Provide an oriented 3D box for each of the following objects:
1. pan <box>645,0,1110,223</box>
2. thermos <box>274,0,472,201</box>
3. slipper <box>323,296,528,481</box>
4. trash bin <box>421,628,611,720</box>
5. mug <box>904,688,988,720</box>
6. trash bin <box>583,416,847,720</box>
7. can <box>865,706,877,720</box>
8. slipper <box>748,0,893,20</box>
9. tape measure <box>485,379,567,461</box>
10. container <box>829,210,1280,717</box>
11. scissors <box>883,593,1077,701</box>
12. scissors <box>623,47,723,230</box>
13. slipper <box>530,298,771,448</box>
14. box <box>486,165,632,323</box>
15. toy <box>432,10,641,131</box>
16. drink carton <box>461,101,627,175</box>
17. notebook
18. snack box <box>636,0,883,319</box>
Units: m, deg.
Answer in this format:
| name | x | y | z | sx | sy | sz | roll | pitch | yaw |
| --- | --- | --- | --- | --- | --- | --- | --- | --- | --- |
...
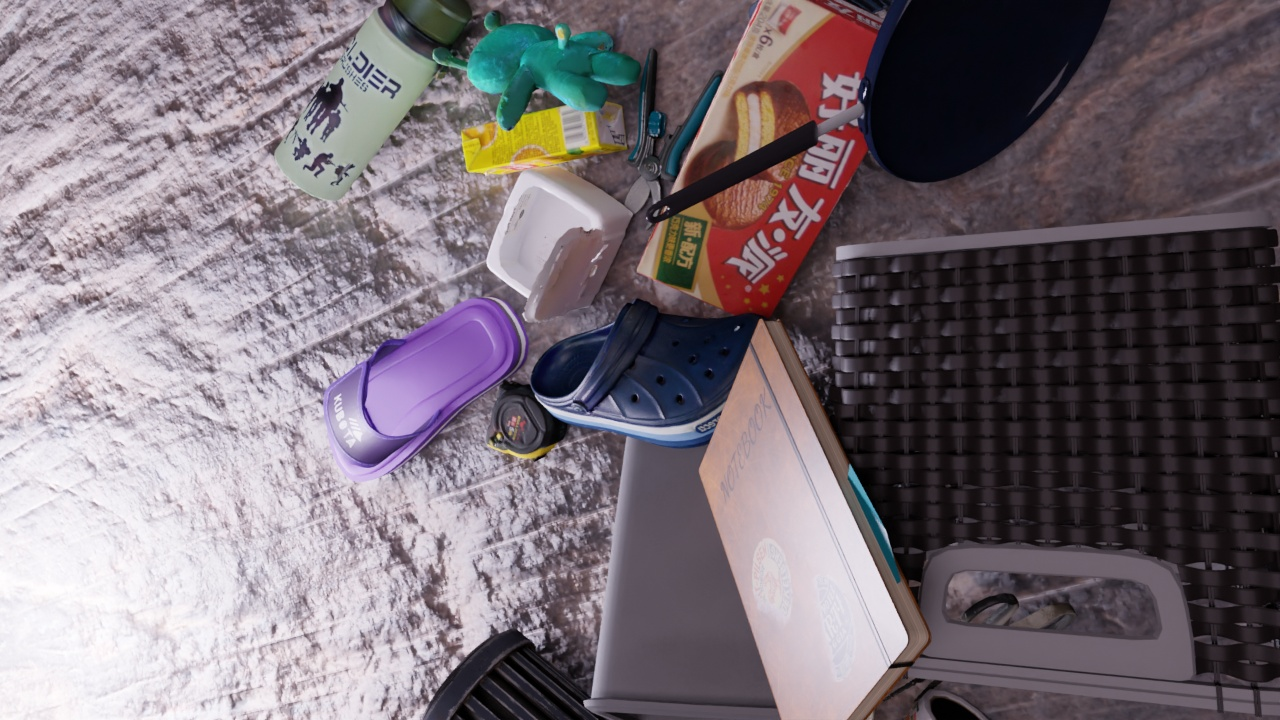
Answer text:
| name | x | y | z | sx | sy | sz | roll | pitch | yaw |
| --- | --- | --- | --- | --- | --- | --- | --- | --- | --- |
| pan | 0.156 | -0.169 | 0.580 | 0.356 | 0.199 | 0.021 | -28 | 52 | -11 |
| thermos | -0.246 | -0.254 | 0.856 | 0.232 | 0.082 | 0.082 | -44 | 79 | 23 |
| slipper | -0.233 | 0.032 | 0.887 | 0.267 | 0.083 | 0.107 | -33 | 84 | 25 |
| trash bin | -0.076 | 0.366 | 0.830 | 0.227 | 0.164 | 0.164 | 33 | 109 | 20 |
| mug | 0.247 | 0.327 | 0.729 | 0.105 | 0.073 | 0.090 | 26 | 109 | -8 |
| trash bin | 0.072 | 0.167 | 0.707 | 0.192 | 0.097 | 0.219 | -7 | 59 | 25 |
| can | 0.136 | 0.263 | 0.762 | 0.128 | 0.073 | 0.128 | 4 | 99 | 24 |
| slipper | 0.195 | -0.302 | 0.639 | 0.264 | 0.101 | 0.082 | -10 | 94 | 28 |
| tape measure | -0.106 | 0.057 | 0.858 | 0.072 | 0.042 | 0.071 | 23 | 105 | 24 |
| container | 0.257 | 0.045 | 0.586 | 0.248 | 0.245 | 0.243 | -2 | 93 | 24 |
| scissors | 0.262 | 0.222 | 0.707 | 0.162 | 0.012 | 0.158 | -14 | 136 | -1 |
| scissors | 0.022 | -0.193 | 0.776 | 0.125 | 0.019 | 0.156 | -16 | 93 | 27 |
| slipper | -0.004 | 0.004 | 0.740 | 0.253 | 0.104 | 0.095 | -5 | 135 | 42 |
| box | -0.079 | -0.088 | 0.769 | 0.128 | 0.136 | 0.109 | 35 | 118 | 17 |
| toy | -0.086 | -0.251 | 0.767 | 0.193 | 0.130 | 0.072 | 26 | 149 | 37 |
| drink carton | -0.085 | -0.192 | 0.802 | 0.135 | 0.058 | 0.043 | -5 | 97 | 26 |
| notebook | 0.096 | 0.110 | 0.560 | 0.249 | 0.014 | 0.179 | -107 | 24 | -43 |
| snack box | 0.095 | -0.147 | 0.678 | 0.113 | 0.060 | 0.237 | 24 | 124 | -4 |
